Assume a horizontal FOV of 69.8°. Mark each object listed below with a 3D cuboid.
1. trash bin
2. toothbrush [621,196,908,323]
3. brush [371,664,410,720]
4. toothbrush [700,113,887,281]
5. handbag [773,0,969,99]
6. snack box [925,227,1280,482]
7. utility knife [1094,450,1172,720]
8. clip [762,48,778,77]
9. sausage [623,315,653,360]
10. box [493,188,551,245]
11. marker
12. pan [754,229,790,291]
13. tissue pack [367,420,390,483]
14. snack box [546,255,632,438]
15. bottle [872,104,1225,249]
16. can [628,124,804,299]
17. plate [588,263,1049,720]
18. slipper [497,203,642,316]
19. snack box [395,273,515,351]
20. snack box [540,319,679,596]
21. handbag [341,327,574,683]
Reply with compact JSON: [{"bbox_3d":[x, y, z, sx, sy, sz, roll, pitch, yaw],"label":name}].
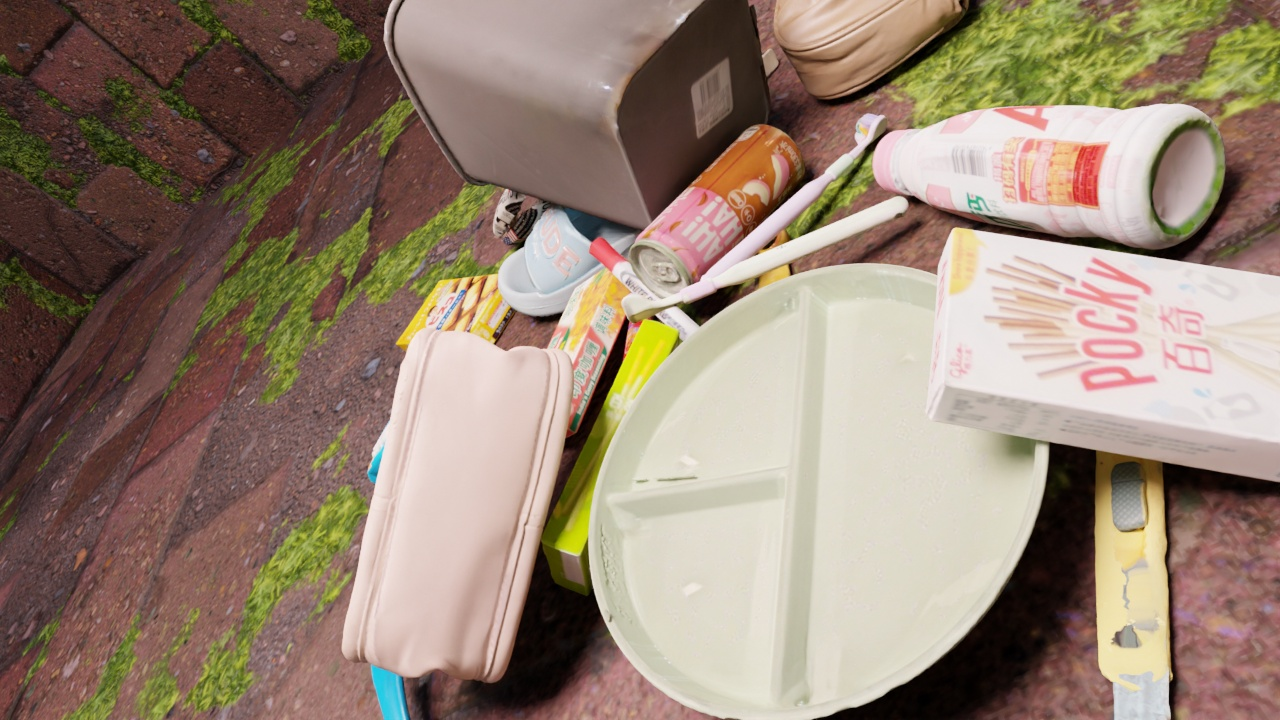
[{"bbox_3d":[-0.036,-0.222,0.711,0.220,0.199,0.198,28,69,32],"label":"trash bin"},{"bbox_3d":[0.078,-0.065,0.584,0.190,0.029,0.020,-21,66,11],"label":"toothbrush"},{"bbox_3d":[-0.125,0.243,0.520,0.083,0.046,0.254,-47,38,5],"label":"brush"},{"bbox_3d":[0.107,-0.111,0.637,0.188,0.021,0.029,-44,5,-18],"label":"toothbrush"},{"bbox_3d":[0.178,-0.311,0.734,0.148,0.100,0.204,-19,45,31],"label":"handbag"},{"bbox_3d":[0.197,-0.003,0.360,0.157,0.027,0.084,10,54,9],"label":"snack box"},{"bbox_3d":[0.201,0.073,0.371,0.031,0.019,0.176,-21,44,44],"label":"utility knife"},{"bbox_3d":[0.076,-0.246,0.845,0.077,0.034,0.103,-3,47,48],"label":"clip"},{"bbox_3d":[-0.004,0.004,0.674,0.020,0.020,0.155,-25,38,30],"label":"sausage"},{"bbox_3d":[-0.102,-0.146,0.903,0.075,0.076,0.164,-60,15,-15],"label":"box"},{"bbox_3d":[0.007,-0.048,0.675,0.017,0.017,0.145,-46,53,2],"label":"marker"},{"bbox_3d":[0.079,0.022,0.536,0.198,0.078,0.356,-25,44,25],"label":"pan"},{"bbox_3d":[-0.171,0.061,0.735,0.089,0.063,0.140,-62,12,-24],"label":"tissue pack"},{"bbox_3d":[-0.050,-0.005,0.716,0.077,0.027,0.155,-28,34,52],"label":"snack box"},{"bbox_3d":[0.209,-0.106,0.508,0.068,0.068,0.197,-51,29,-7],"label":"bottle"},{"bbox_3d":[0.057,-0.108,0.665,0.147,0.058,0.058,-47,30,-24],"label":"can"},{"bbox_3d":[0.073,0.054,0.430,0.231,0.027,0.229,-23,46,26],"label":"plate"},{"bbox_3d":[-0.035,-0.119,0.797,0.246,0.074,0.103,-28,38,25],"label":"slipper"},{"bbox_3d":[-0.181,-0.042,0.921,0.141,0.033,0.086,0,54,51],"label":"snack box"},{"bbox_3d":[-0.014,0.060,0.569,0.026,0.086,0.156,20,64,11],"label":"snack box"},{"bbox_3d":[-0.110,0.082,0.587,0.234,0.093,0.193,164,119,-82],"label":"handbag"}]
